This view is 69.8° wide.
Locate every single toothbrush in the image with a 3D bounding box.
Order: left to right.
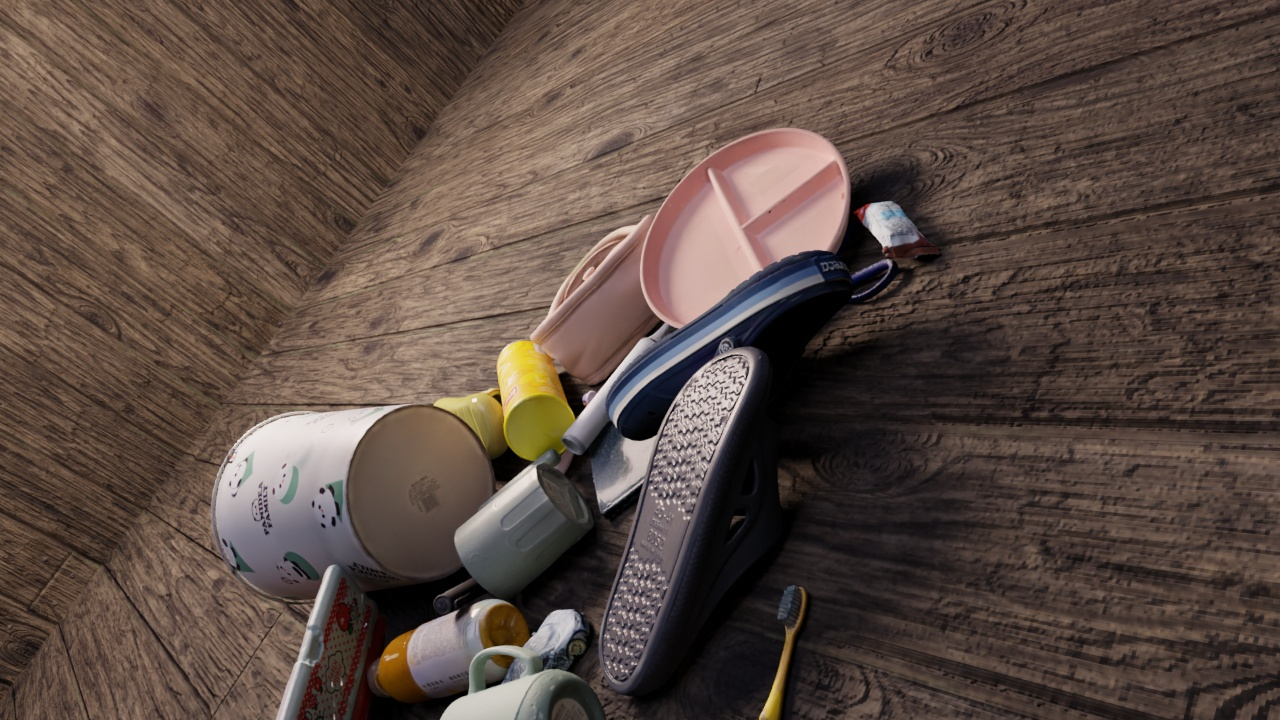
[{"bbox_3d":[-0.088,0.115,0.943,0.021,0.029,0.188,18,66,21],"label":"toothbrush"},{"bbox_3d":[-0.006,0.005,0.933,0.220,0.027,0.026,-52,16,-26],"label":"toothbrush"},{"bbox_3d":[0.075,0.224,0.561,0.016,0.018,0.190,-19,39,47],"label":"toothbrush"}]

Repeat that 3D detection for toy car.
[{"bbox_3d":[-0.082,0.249,0.750,0.105,0.031,0.049,-55,28,-13],"label":"toy car"}]

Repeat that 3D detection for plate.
[{"bbox_3d":[0.099,-0.122,0.880,0.230,0.028,0.229,-22,51,29],"label":"plate"}]

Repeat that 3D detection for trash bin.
[{"bbox_3d":[-0.310,0.153,1.017,0.253,0.229,0.229,-14,43,42],"label":"trash bin"}]

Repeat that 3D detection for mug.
[{"bbox_3d":[-0.087,0.261,0.666,0.107,0.082,0.111,-29,67,31],"label":"mug"},{"bbox_3d":[-0.110,0.147,0.865,0.103,0.083,0.123,-41,28,12],"label":"mug"}]

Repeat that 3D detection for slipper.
[{"bbox_3d":[-0.183,0.077,1.083,0.081,0.091,0.191,-17,1,-29],"label":"slipper"},{"bbox_3d":[0.049,0.121,0.682,0.111,0.083,0.268,19,89,66],"label":"slipper"},{"bbox_3d":[0.080,0.005,0.761,0.254,0.105,0.095,-39,64,36],"label":"slipper"}]

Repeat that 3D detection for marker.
[{"bbox_3d":[-0.150,0.207,0.835,0.022,0.020,0.132,-8,-4,12],"label":"marker"}]

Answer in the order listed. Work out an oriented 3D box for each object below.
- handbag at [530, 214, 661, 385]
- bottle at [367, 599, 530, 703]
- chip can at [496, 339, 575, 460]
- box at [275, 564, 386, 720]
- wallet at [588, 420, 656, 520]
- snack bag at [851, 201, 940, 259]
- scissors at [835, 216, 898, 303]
[{"bbox_3d":[-0.041,-0.090,1.082,0.193,0.093,0.234,-45,20,7],"label":"handbag"},{"bbox_3d":[-0.180,0.268,0.829,0.190,0.068,0.067,-29,34,35],"label":"bottle"},{"bbox_3d":[-0.119,0.036,1.002,0.072,0.072,0.213,-46,20,5],"label":"chip can"},{"bbox_3d":[-0.282,0.312,0.863,0.060,0.161,0.200,-4,37,1],"label":"box"},{"bbox_3d":[-0.006,0.083,0.864,0.097,0.019,0.120,-40,30,16],"label":"wallet"},{"bbox_3d":[0.213,-0.111,0.772,0.045,0.026,0.105,-6,31,-3],"label":"snack bag"},{"bbox_3d":[0.158,-0.061,0.812,0.163,0.012,0.175,-4,53,55],"label":"scissors"}]
